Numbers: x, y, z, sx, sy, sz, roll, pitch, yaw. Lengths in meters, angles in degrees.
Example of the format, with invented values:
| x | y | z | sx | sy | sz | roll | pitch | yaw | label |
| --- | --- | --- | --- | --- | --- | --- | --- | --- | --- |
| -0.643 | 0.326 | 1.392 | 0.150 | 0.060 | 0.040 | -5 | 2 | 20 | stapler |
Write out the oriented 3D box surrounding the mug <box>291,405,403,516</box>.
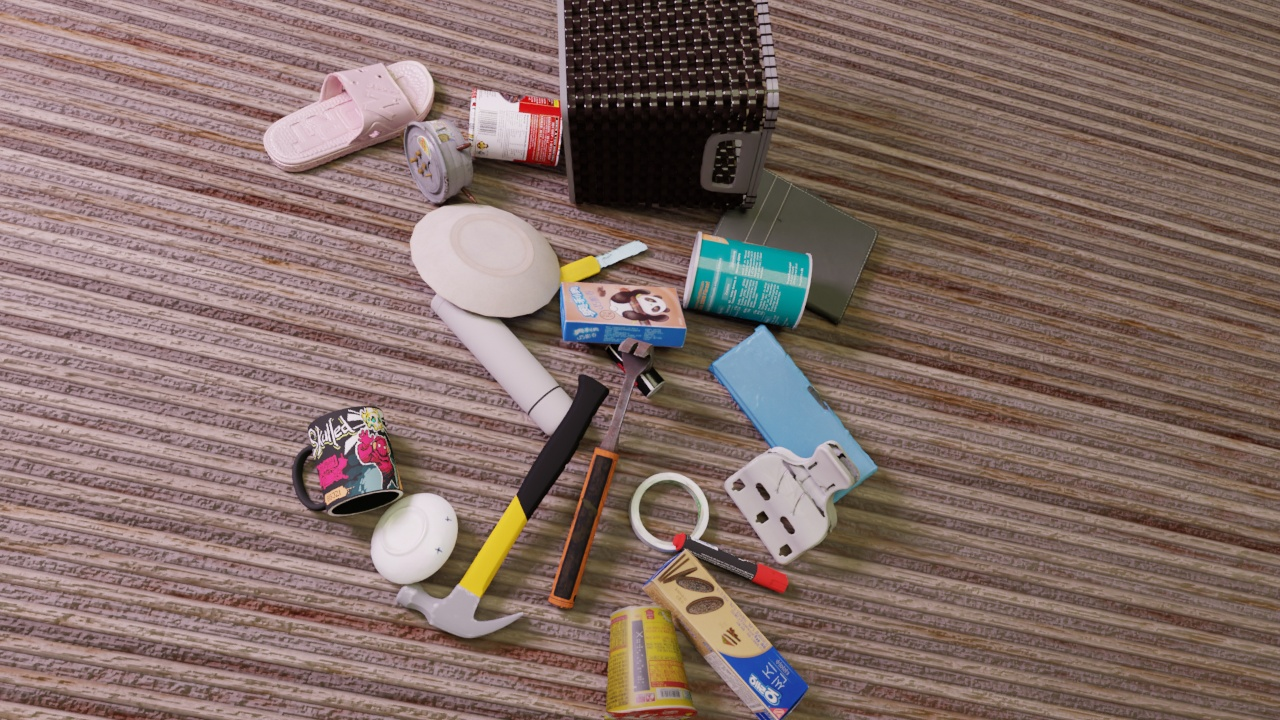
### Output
| x | y | z | sx | sy | sz | roll | pitch | yaw | label |
| --- | --- | --- | --- | --- | --- | --- | --- | --- | --- |
| -0.330 | 0.117 | 1.012 | 0.118 | 0.082 | 0.098 | -22 | 73 | 9 | mug |

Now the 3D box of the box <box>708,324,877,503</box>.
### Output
| x | y | z | sx | sy | sz | roll | pitch | yaw | label |
| --- | --- | --- | --- | --- | --- | --- | --- | --- | --- |
| 0.190 | 0.073 | 1.161 | 0.093 | 0.054 | 0.231 | -37 | 79 | -5 | box |

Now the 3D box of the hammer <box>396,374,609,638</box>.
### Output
| x | y | z | sx | sy | sz | roll | pitch | yaw | label |
| --- | --- | --- | --- | --- | --- | --- | --- | --- | --- |
| -0.130 | 0.160 | 1.028 | 0.127 | 0.029 | 0.323 | 32 | 77 | -1 | hammer |

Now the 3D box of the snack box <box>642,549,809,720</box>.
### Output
| x | y | z | sx | sy | sz | roll | pitch | yaw | label |
| --- | --- | --- | --- | --- | --- | --- | --- | --- | --- |
| 0.095 | 0.310 | 1.032 | 0.057 | 0.056 | 0.207 | -40 | 81 | -24 | snack box |

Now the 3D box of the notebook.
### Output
| x | y | z | sx | sy | sz | roll | pitch | yaw | label |
| --- | --- | --- | --- | --- | --- | --- | --- | --- | --- |
| 0.210 | -0.164 | 1.261 | 0.209 | 0.029 | 0.169 | 29 | 68 | -3 | notebook |

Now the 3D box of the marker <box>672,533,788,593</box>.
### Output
| x | y | z | sx | sy | sz | roll | pitch | yaw | label |
| --- | --- | --- | --- | --- | --- | --- | --- | --- | --- |
| 0.105 | 0.235 | 1.073 | 0.145 | 0.021 | 0.023 | 25 | 43 | -11 | marker |

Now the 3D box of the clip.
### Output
| x | y | z | sx | sy | sz | roll | pitch | yaw | label |
| --- | --- | --- | --- | --- | --- | --- | --- | --- | --- |
| 0.194 | 0.153 | 1.101 | 0.152 | 0.099 | 0.126 | -39 | 80 | 15 | clip |

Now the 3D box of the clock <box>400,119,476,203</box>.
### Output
| x | y | z | sx | sy | sz | roll | pitch | yaw | label |
| --- | --- | --- | --- | --- | --- | --- | --- | --- | --- |
| -0.265 | -0.259 | 1.164 | 0.056 | 0.104 | 0.148 | -26 | 46 | -30 | clock |

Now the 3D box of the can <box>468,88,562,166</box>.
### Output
| x | y | z | sx | sy | sz | roll | pitch | yaw | label |
| --- | --- | --- | --- | --- | --- | --- | --- | --- | --- |
| -0.165 | -0.305 | 1.202 | 0.116 | 0.087 | 0.086 | 4 | 68 | -11 | can |

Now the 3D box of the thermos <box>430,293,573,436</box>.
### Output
| x | y | z | sx | sy | sz | roll | pitch | yaw | label |
| --- | --- | --- | --- | --- | --- | --- | --- | --- | --- |
| -0.160 | -0.001 | 1.102 | 0.052 | 0.052 | 0.224 | -40 | 81 | -23 | thermos |

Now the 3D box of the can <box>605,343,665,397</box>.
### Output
| x | y | z | sx | sy | sz | roll | pitch | yaw | label |
| --- | --- | --- | --- | --- | --- | --- | --- | --- | --- |
| -0.007 | 0.007 | 1.143 | 0.031 | 0.032 | 0.080 | -38 | 81 | -22 | can |

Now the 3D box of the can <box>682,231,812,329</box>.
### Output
| x | y | z | sx | sy | sz | roll | pitch | yaw | label |
| --- | --- | --- | --- | --- | --- | --- | --- | --- | --- |
| 0.135 | -0.102 | 1.171 | 0.144 | 0.099 | 0.099 | 11 | 67 | -1 | can |

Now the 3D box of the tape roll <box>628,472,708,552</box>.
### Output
| x | y | z | sx | sy | sz | roll | pitch | yaw | label |
| --- | --- | --- | --- | --- | --- | --- | --- | --- | --- |
| 0.034 | 0.180 | 1.092 | 0.093 | 0.018 | 0.093 | 4 | 68 | -11 | tape roll |

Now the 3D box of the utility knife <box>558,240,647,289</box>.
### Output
| x | y | z | sx | sy | sz | roll | pitch | yaw | label |
| --- | --- | --- | --- | --- | --- | --- | --- | --- | --- |
| -0.087 | -0.111 | 1.180 | 0.217 | 0.019 | 0.030 | -25 | 82 | -15 | utility knife |

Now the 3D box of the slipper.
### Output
| x | y | z | sx | sy | sz | roll | pitch | yaw | label |
| --- | --- | --- | --- | --- | --- | --- | --- | --- | --- |
| -0.370 | -0.323 | 1.178 | 0.238 | 0.064 | 0.094 | -34 | 79 | -20 | slipper |

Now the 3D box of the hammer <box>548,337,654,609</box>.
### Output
| x | y | z | sx | sy | sz | roll | pitch | yaw | label |
| --- | --- | --- | --- | --- | --- | --- | --- | --- | --- |
| -0.044 | 0.123 | 1.035 | 0.035 | 0.138 | 0.314 | 16 | 81 | 5 | hammer |

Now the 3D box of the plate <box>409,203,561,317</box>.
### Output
| x | y | z | sx | sy | sz | roll | pitch | yaw | label |
| --- | --- | --- | --- | --- | --- | --- | --- | --- | --- |
| -0.185 | -0.134 | 1.129 | 0.188 | 0.027 | 0.188 | 14 | 48 | -16 | plate |

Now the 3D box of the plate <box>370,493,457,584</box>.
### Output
| x | y | z | sx | sy | sz | roll | pitch | yaw | label |
| --- | --- | --- | --- | --- | --- | --- | --- | --- | --- |
| -0.251 | 0.189 | 0.997 | 0.104 | 0.026 | 0.104 | -9 | 57 | 14 | plate |

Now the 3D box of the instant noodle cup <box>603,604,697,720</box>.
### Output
| x | y | z | sx | sy | sz | roll | pitch | yaw | label |
| --- | --- | --- | --- | --- | --- | --- | --- | --- | --- |
| 0.006 | 0.329 | 0.992 | 0.100 | 0.101 | 0.112 | 2 | 58 | -12 | instant noodle cup |

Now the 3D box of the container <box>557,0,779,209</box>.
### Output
| x | y | z | sx | sy | sz | roll | pitch | yaw | label |
| --- | --- | --- | --- | --- | --- | --- | --- | --- | --- |
| 0.024 | -0.347 | 1.164 | 0.243 | 0.248 | 0.245 | -3 | 69 | -2 | container |

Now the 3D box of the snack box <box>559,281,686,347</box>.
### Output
| x | y | z | sx | sy | sz | roll | pitch | yaw | label |
| --- | --- | --- | --- | --- | --- | --- | --- | --- | --- |
| -0.024 | -0.058 | 1.144 | 0.151 | 0.034 | 0.087 | 2 | 38 | -11 | snack box |
